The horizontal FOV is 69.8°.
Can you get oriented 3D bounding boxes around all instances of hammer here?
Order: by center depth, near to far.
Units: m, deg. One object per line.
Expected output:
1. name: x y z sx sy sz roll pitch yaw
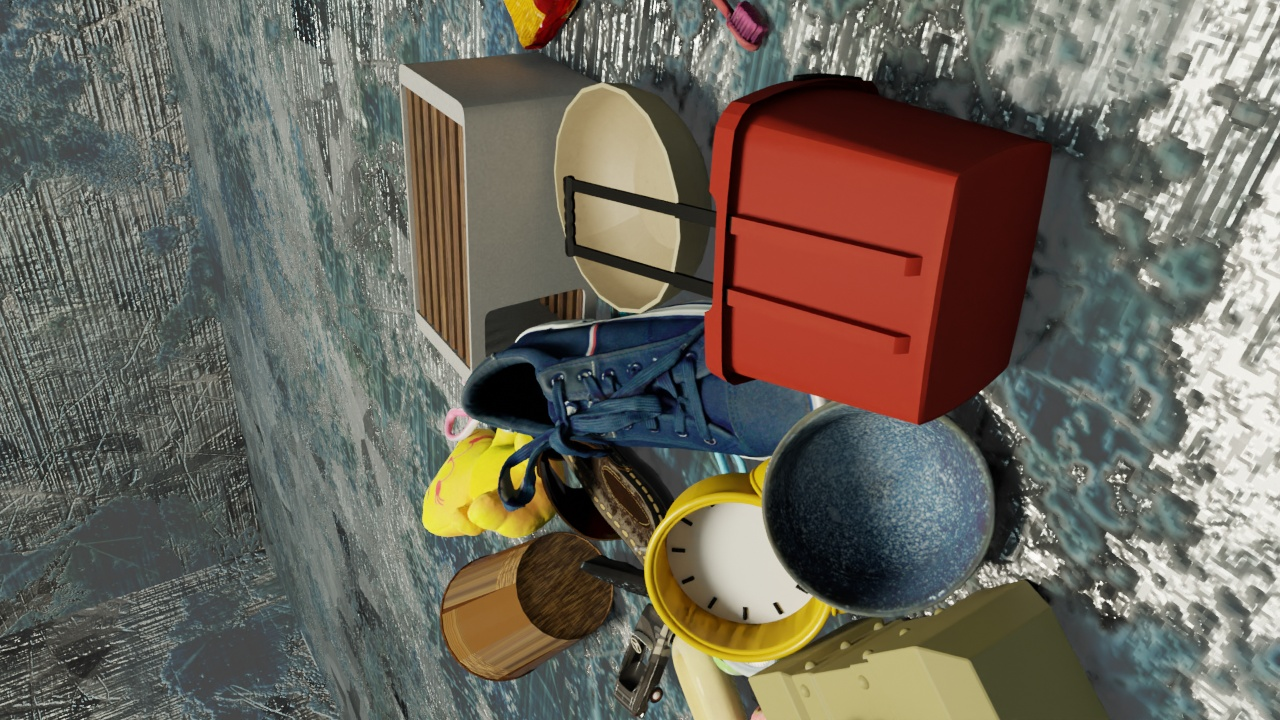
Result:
1. hammer: 0.051 0.226 0.439 0.100 0.324 0.191 66 149 12

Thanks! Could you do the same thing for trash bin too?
1. trash bin: -0.111 -0.115 0.739 0.114 0.114 0.229 41 137 42

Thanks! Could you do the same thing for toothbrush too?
1. toothbrush: 0.022 -0.255 0.551 0.189 0.016 0.017 59 142 22

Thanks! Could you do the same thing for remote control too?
1. remote control: 0.000 0.188 0.786 0.150 0.047 0.022 -8 54 60

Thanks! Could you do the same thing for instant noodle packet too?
1. instant noodle packet: -0.083 -0.310 0.672 0.099 0.039 0.135 -35 76 58

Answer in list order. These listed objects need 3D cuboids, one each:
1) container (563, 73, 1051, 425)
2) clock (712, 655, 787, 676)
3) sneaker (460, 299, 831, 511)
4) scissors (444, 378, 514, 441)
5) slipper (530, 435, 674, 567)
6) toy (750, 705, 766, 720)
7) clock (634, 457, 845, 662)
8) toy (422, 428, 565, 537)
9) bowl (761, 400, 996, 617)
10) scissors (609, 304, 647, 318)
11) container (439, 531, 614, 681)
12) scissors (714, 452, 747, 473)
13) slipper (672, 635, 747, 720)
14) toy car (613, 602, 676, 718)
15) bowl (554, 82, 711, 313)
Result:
1. container: 0.075 -0.062 0.452 0.201 0.126 0.148 24 125 40
2. clock: 0.080 0.183 0.641 0.094 0.042 0.119 -1 110 54
3. sneaker: -0.014 0.031 0.614 0.295 0.127 0.121 2 109 40
4. scissors: -0.154 0.036 0.946 0.179 0.016 0.103 -6 63 57
5. slipper: -0.059 0.079 0.783 0.268 0.075 0.113 49 143 38
6. toy: 0.112 0.285 0.635 0.110 0.051 0.090 67 156 3
7. clock: 0.074 0.119 0.558 0.152 0.052 0.113 -29 98 20
8. toy: -0.148 0.125 0.949 0.087 0.134 0.194 36 154 -25
9. bowl: 0.124 0.072 0.488 0.060 0.114 0.114 -8 -100 -78
10. scissors: -0.008 -0.049 0.694 0.142 0.019 0.128 52 137 40
11. container: -0.109 0.240 0.910 0.168 0.132 0.132 -39 71 51
12. scissors: 0.068 0.113 0.668 0.135 0.015 0.134 21 125 46
13. slipper: 0.058 0.339 0.708 0.111 0.079 0.261 154 100 -74
14. toy car: 0.003 0.256 0.788 0.040 0.037 0.092 19 88 56
15. bowl: 0.001 -0.111 0.622 0.152 0.050 0.152 33 131 47
